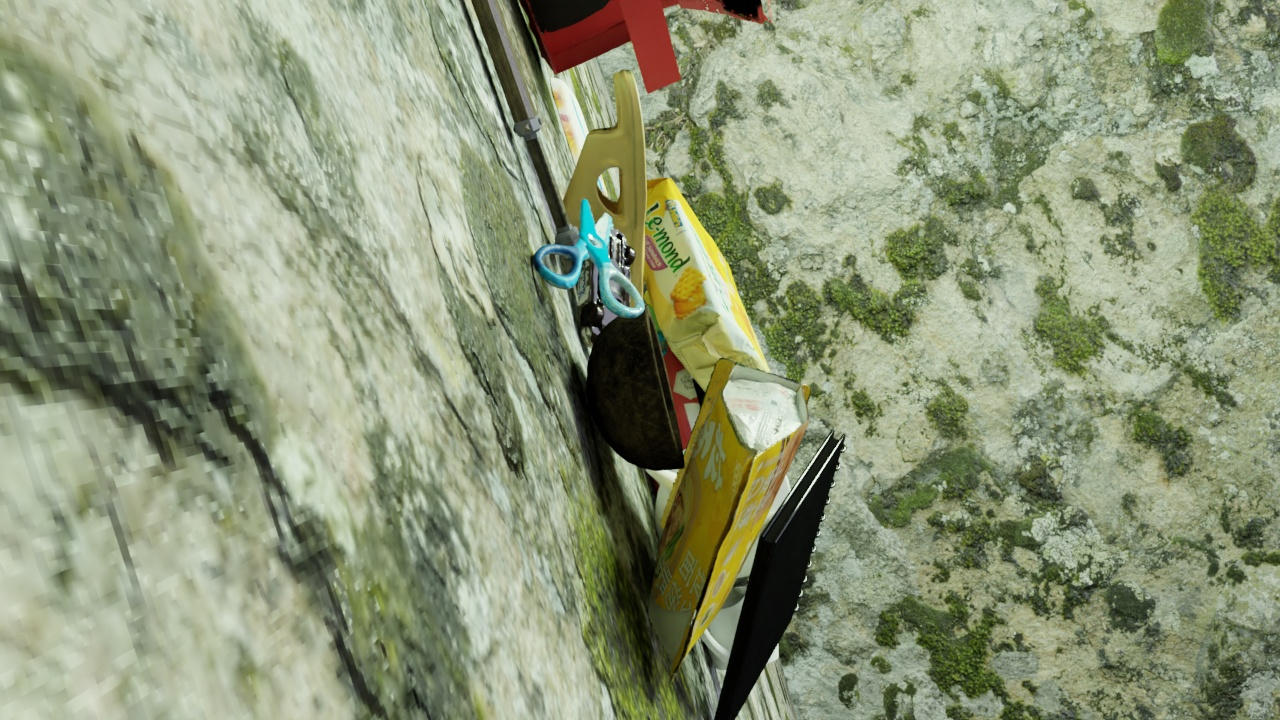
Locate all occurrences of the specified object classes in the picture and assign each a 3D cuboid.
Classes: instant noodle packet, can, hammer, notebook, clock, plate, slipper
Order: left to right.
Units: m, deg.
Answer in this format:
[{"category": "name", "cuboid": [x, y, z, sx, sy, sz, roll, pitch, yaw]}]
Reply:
[{"category": "hammer", "cuboid": [-0.099, -0.223, 0.666, 0.146, 0.028, 0.317, -91, 163, -70]}, {"category": "plate", "cuboid": [-0.071, -0.266, 1.178, 0.186, 0.016, 0.187, -69, 142, -82]}, {"category": "slipper", "cuboid": [-0.033, -0.123, 0.823, 0.099, 0.078, 0.264, -86, 176, -70]}, {"category": "can", "cuboid": [0.029, 0.063, 0.908, 0.067, 0.067, 0.170, 52, 22, -76]}, {"category": "instant noodle packet", "cuboid": [0.058, 0.104, 0.653, 0.221, 0.084, 0.163, -52, 163, -74]}, {"category": "clock", "cuboid": [0.082, 0.139, 0.831, 0.073, 0.125, 0.161, 8, -55, 53]}, {"category": "notebook", "cuboid": [0.119, 0.189, 0.785, 0.168, 0.019, 0.232, -41, 147, -49]}]

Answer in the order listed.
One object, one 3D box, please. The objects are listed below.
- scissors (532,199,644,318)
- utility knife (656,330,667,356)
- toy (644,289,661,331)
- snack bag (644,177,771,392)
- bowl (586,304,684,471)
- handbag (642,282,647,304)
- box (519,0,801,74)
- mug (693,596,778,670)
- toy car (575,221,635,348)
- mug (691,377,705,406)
[{"category": "scissors", "cuboid": [-0.043, -0.084, 0.654, 0.014, 0.090, 0.140, -54, -150, 34]}, {"category": "utility knife", "cuboid": [-0.005, 0.005, 0.790, 0.208, 0.015, 0.031, -38, 126, -67]}, {"category": "toy", "cuboid": [0.045, -0.039, 1.084, 0.096, 0.124, 0.131, -105, 173, -73]}, {"category": "snack bag", "cuboid": [0.057, -0.064, 0.926, 0.159, 0.068, 0.247, 47, 20, -45]}, {"category": "bowl", "cuboid": [-0.009, 0.025, 0.665, 0.121, 0.056, 0.121, -11, 88, -86]}, {"category": "handbag", "cuboid": [0.023, -0.117, 1.106, 0.067, 0.122, 0.106, 65, 7, 13]}, {"category": "box", "cuboid": [0.007, -0.446, 0.964, 0.211, 0.316, 0.123, 69, 18, -47]}, {"category": "mug", "cuboid": [0.091, 0.268, 0.938, 0.114, 0.081, 0.087, 0, 77, -52]}, {"category": "toy car", "cuboid": [-0.032, -0.058, 0.748, 0.048, 0.041, 0.112, 19, 63, -41]}, {"category": "mug", "cuboid": [0.051, 0.085, 1.089, 0.097, 0.079, 0.111, 58, 44, -71]}]
